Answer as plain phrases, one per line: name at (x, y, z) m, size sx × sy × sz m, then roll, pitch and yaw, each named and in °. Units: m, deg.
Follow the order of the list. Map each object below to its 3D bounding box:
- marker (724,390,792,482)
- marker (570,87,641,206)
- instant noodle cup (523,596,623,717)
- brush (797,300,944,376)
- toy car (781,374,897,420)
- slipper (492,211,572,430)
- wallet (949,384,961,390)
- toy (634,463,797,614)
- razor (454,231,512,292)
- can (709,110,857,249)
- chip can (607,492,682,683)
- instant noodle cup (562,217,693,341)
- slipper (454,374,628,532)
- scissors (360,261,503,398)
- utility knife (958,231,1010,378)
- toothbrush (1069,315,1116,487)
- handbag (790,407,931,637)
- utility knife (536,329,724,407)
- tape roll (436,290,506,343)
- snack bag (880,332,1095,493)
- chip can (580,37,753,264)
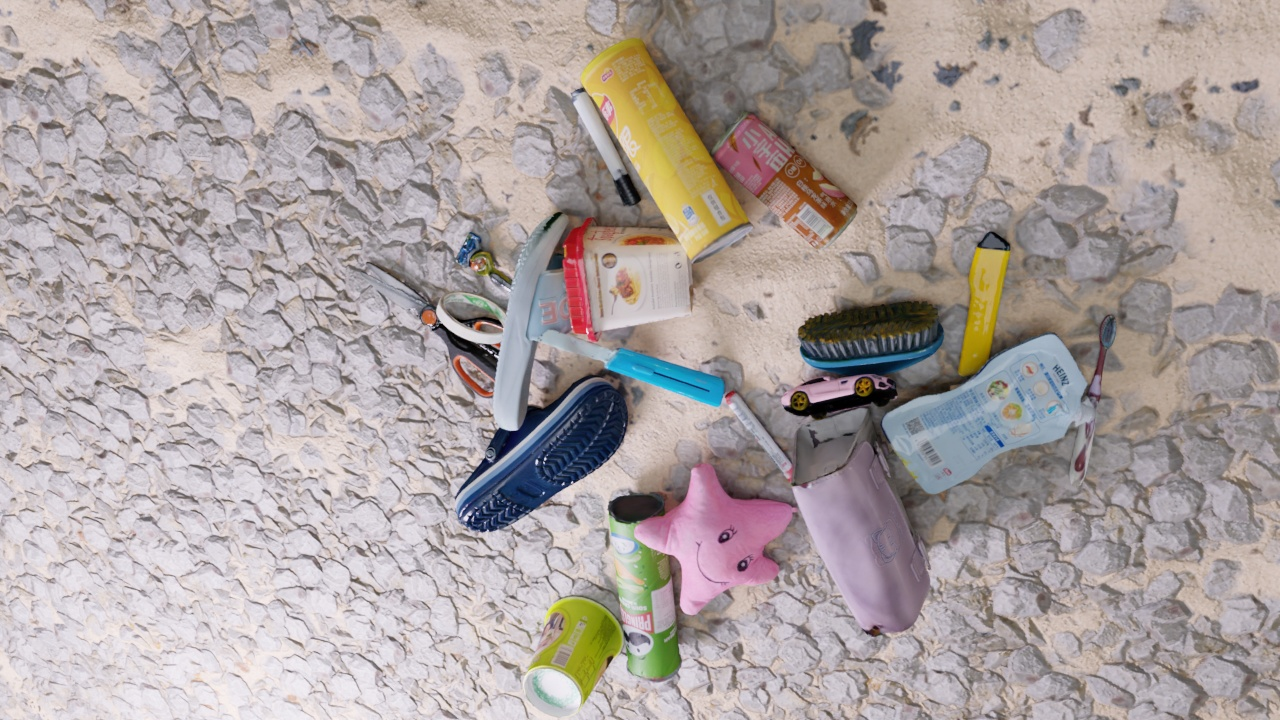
marker at (0.143, 0.093, 1.031) m, size 0.017 × 0.017 × 0.145 m, roll -34°, pitch 99°, yaw 27°
marker at (-0.037, -0.220, 0.952) m, size 0.023 × 0.018 × 0.131 m, roll -20°, pitch 106°, yaw 34°
instant noodle cup at (-0.092, 0.385, 1.174) m, size 0.112 × 0.123 × 0.112 m, roll 7°, pitch 115°, yaw 15°
brush at (0.235, -0.016, 0.935) m, size 0.144 × 0.055 × 0.073 m, roll -7°, pitch 132°, yaw 20°
toy car at (0.208, 0.034, 0.962) m, size 0.123 × 0.056 × 0.037 m, roll -14°, pitch 67°, yaw 32°
slipper at (-0.107, -0.037, 0.992) m, size 0.074 × 0.104 × 0.246 m, roll 13°, pitch 105°, yaw -1°
wallet at (0.345, 0.061, 0.949) m, size 0.115 × 0.024 × 0.087 m, roll -18°, pitch 111°, yaw 25°
toy at (0.094, 0.198, 1.055) m, size 0.178 × 0.074 × 0.195 m, roll -26°, pitch 117°, yaw 3°
razor at (-0.149, -0.087, 1.044) m, size 0.143 × 0.022 × 0.043 m, roll 37°, pitch 120°, yaw 0°
can at (0.140, -0.174, 0.892) m, size 0.147 × 0.057 × 0.058 m, roll 41°, pitch 118°, yaw -2°
chip can at (0.007, 0.279, 1.126) m, size 0.072 × 0.072 × 0.236 m, roll 1°, pitch 112°, yaw 17°
instant noodle cup at (-0.009, -0.089, 0.955) m, size 0.124 × 0.116 × 0.117 m, roll -4°, pitch 111°, yaw 6°
slipper at (-0.120, 0.104, 1.083) m, size 0.253 × 0.105 × 0.095 m, roll -42°, pitch 53°, yaw 14°
scissors at (-0.228, -0.056, 1.087) m, size 0.153 × 0.021 × 0.234 m, roll -31°, pitch 97°, yaw 20°
utility knife at (0.336, -0.052, 0.906) m, size 0.033 × 0.015 × 0.157 m, roll 11°, pitch 117°, yaw 20°
toothbrush at (0.449, 0.045, 0.910) m, size 0.016 × 0.017 × 0.188 m, roll 7°, pitch 114°, yaw 16°
handbag at (0.233, 0.167, 0.963) m, size 0.099 × 0.144 × 0.197 m, roll -18°, pitch 107°, yaw 26°
utility knife at (-0.006, 0.006, 0.984) m, size 0.225 × 0.018 × 0.034 m, roll 18°, pitch 110°, yaw -22°
tape roll at (-0.187, -0.050, 1.036) m, size 0.086 × 0.085 × 0.014 m, roll 30°, pitch 117°, yaw 4°
snack bag at (0.346, 0.056, 0.913) m, size 0.191 × 0.038 × 0.110 m, roll -32°, pitch 97°, yaw 24°
chip can at (0.026, -0.201, 0.884) m, size 0.072 × 0.071 × 0.213 m, roll -33°, pitch 86°, yaw 27°
